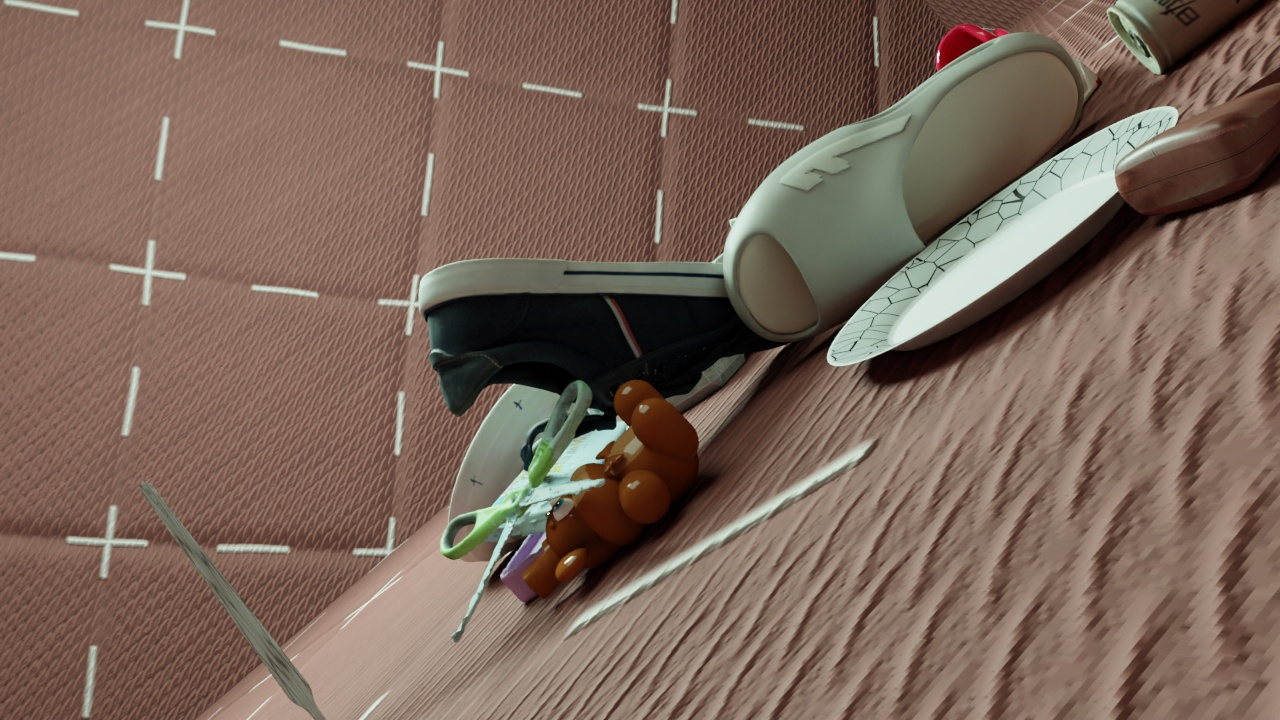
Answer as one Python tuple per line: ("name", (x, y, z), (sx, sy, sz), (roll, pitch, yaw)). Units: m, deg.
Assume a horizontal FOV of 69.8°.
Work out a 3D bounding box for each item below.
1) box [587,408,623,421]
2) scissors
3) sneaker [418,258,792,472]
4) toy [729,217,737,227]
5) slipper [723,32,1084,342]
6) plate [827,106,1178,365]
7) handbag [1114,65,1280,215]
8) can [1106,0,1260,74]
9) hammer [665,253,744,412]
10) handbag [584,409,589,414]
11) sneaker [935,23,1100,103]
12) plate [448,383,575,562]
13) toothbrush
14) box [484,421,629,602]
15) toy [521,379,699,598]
("box", (0.014, 0.036, 0.930), (0.107, 0.091, 0.102), (-32, 0, 37))
("scissors", (-0.070, 0.081, 0.526), (0.172, 0.021, 0.171), (-22, 32, 47))
("sneaker", (-0.004, 0.004, 0.634), (0.294, 0.127, 0.121), (-2, -13, -30))
("toy", (0.128, -0.094, 0.934), (0.206, 0.131, 0.105), (126, 146, -55))
("slipper", (0.172, -0.107, 0.572), (0.266, 0.113, 0.080), (-34, 15, 2))
("plate", (0.172, -0.052, 0.445), (0.188, 0.016, 0.188), (-40, 3, 2))
("handbag", (0.232, -0.097, 0.335), (0.119, 0.029, 0.055), (-36, 4, -15))
("can", (0.356, -0.238, 0.547), (0.136, 0.054, 0.054), (-38, 4, 22))
("hammer", (0.127, -0.080, 0.761), (0.319, 0.083, 0.162), (-37, 4, 45))
("handbag", (-0.058, 0.027, 1.095), (0.191, 0.118, 0.122), (-65, 7, -31))
("sneaker", (0.280, -0.218, 0.712), (0.091, 0.104, 0.235), (-37, 4, 40))
("plate", (-0.097, 0.095, 0.790), (0.181, 0.034, 0.183), (-53, -24, -36))
("toothbrush", (-0.167, 0.127, 0.406), (0.010, 0.181, 0.010), (-36, -4, -45))
("box", (-0.047, 0.095, 0.665), (0.078, 0.065, 0.214), (-26, 6, 13))
("toy", (-0.022, 0.076, 0.518), (0.127, 0.065, 0.095), (-45, 12, -2))
